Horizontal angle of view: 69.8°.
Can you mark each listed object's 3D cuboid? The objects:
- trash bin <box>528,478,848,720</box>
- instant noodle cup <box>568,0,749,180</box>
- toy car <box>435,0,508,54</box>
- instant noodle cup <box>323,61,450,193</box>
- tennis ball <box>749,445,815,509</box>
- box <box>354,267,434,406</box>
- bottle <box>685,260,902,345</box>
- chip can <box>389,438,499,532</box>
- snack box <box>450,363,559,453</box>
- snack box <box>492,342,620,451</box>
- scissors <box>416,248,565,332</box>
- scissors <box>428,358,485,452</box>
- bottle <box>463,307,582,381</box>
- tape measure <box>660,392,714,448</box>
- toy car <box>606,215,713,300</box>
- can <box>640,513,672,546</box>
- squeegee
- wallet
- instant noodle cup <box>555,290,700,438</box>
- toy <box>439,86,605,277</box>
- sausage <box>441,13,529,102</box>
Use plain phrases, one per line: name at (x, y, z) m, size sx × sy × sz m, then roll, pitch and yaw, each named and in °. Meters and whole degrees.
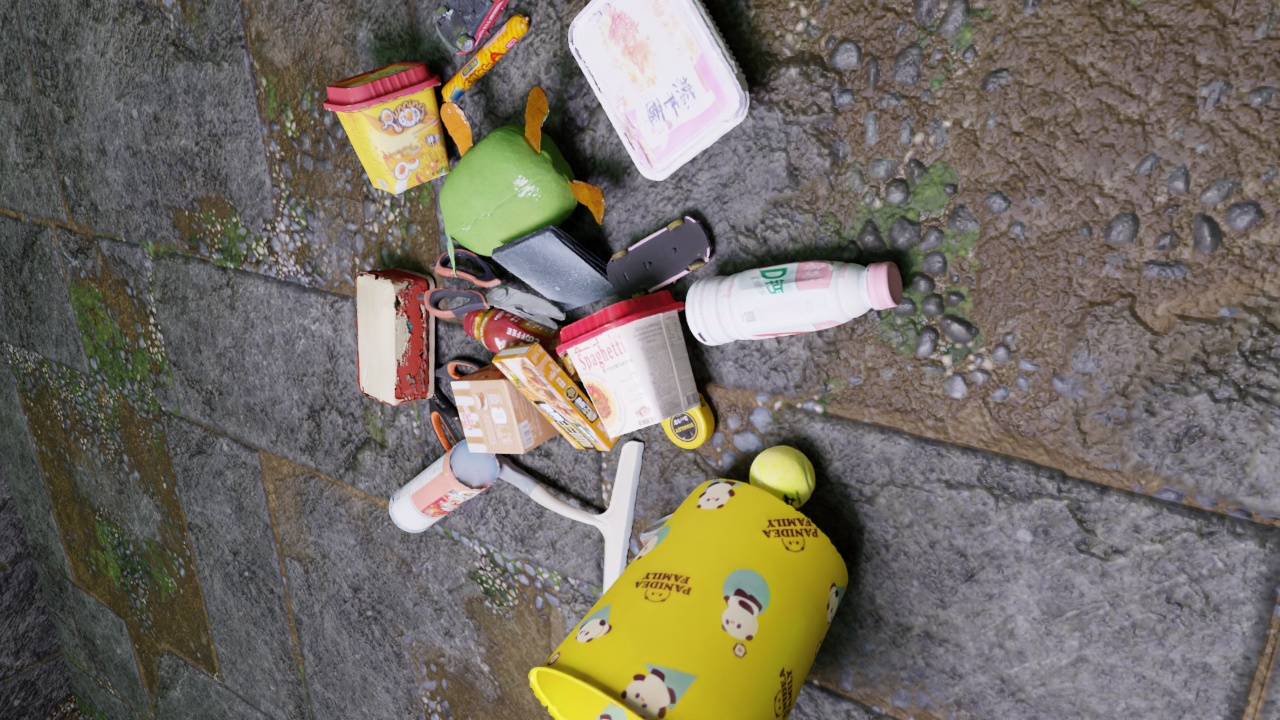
trash bin at (0.060, 0.269, 0.881) m, size 0.230 × 0.254 × 0.230 m, roll 28°, pitch 147°, yaw 20°
instant noodle cup at (0.026, -0.271, 0.845) m, size 0.138 × 0.060 × 0.173 m, roll -30°, pitch 90°, yaw 41°
toy car at (-0.168, -0.375, 0.959) m, size 0.121 × 0.045 × 0.053 m, roll -40°, pitch 80°, yaw 35°
instant noodle cup at (-0.280, -0.264, 1.045) m, size 0.116 × 0.116 × 0.124 m, roll 24°, pitch 136°, yaw 51°
tennis ball at (0.141, 0.117, 0.914) m, size 0.065 × 0.065 × 0.065 m, roll 15°, pitch 117°, yaw 32°
box at (-0.322, -0.030, 1.183) m, size 0.091 × 0.079 × 0.168 m, roll 16°, pitch 110°, yaw 35°
bottle at (0.139, -0.056, 0.845) m, size 0.197 × 0.068 × 0.068 m, roll -6°, pitch 105°, yaw 35°
chip can at (-0.265, 0.169, 1.223) m, size 0.215 × 0.071 × 0.071 m, roll -36°, pitch 85°, yaw 48°
snack box at (-0.161, 0.056, 1.111) m, size 0.095 × 0.076 × 0.093 m, roll -3°, pitch 107°, yaw 37°
snack box at (-0.094, 0.043, 1.038) m, size 0.075 × 0.026 × 0.154 m, roll -4°, pitch 133°, yaw 52°
scissors at (-0.179, -0.067, 1.066) m, size 0.195 × 0.015 × 0.206 m, roll -28°, pitch 55°, yaw 10°
scissors at (-0.271, 0.024, 1.223) m, size 0.225 × 0.021 × 0.221 m, roll -18°, pitch 92°, yaw 39°
bottle at (-0.131, -0.025, 1.067) m, size 0.175 × 0.057 × 0.057 m, roll 18°, pitch 118°, yaw 31°
tape measure at (0.053, 0.064, 0.984) m, size 0.060 × 0.028 × 0.057 m, roll -26°, pitch 91°, yaw 41°
toy car at (0.020, -0.103, 0.936) m, size 0.123 × 0.037 × 0.056 m, roll -25°, pitch 93°, yaw 28°
can at (0.050, 0.234, 1.037) m, size 0.059 × 0.058 × 0.116 m, roll -28°, pitch 91°, yaw 41°
squeegee at (-0.119, 0.165, 1.150) m, size 0.247 × 0.039 × 0.247 m, roll 24°, pitch 121°, yaw 28°
wallet at (-0.088, -0.096, 0.985) m, size 0.097 × 0.019 × 0.121 m, roll -16°, pitch 141°, yaw 40°
instant noodle cup at (-0.006, 0.006, 0.939) m, size 0.117 × 0.116 × 0.124 m, roll -23°, pitch 87°, yaw 41°
toy at (-0.139, -0.182, 0.989) m, size 0.247 × 0.089 × 0.227 m, roll -19°, pitch 109°, yaw 44°
sausage at (-0.171, -0.325, 0.997) m, size 0.166 × 0.021 × 0.021 m, roll -27°, pitch 91°, yaw 41°
